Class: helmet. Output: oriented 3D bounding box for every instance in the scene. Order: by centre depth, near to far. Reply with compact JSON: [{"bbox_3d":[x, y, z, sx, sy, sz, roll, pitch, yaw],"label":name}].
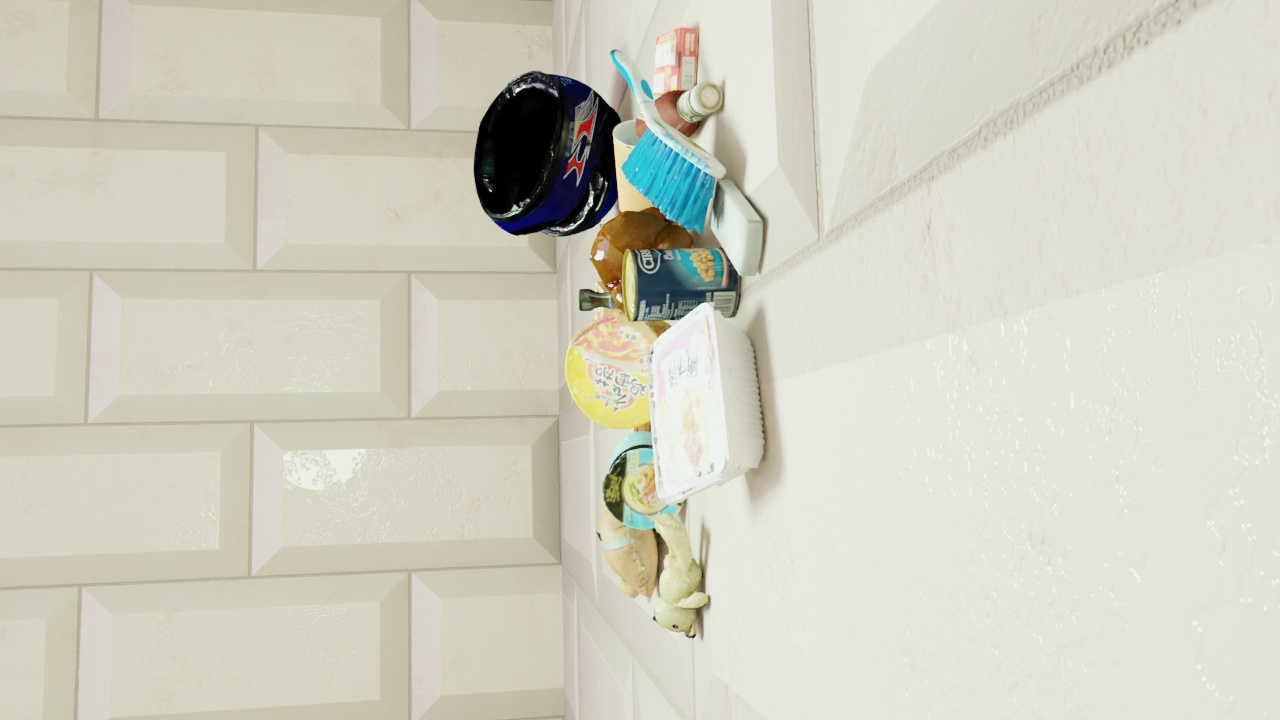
[{"bbox_3d":[-0.145,-0.339,1.623,0.240,0.248,0.314,30,-124,-50],"label":"helmet"}]

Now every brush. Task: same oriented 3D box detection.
[{"bbox_3d":[0.011,-0.252,1.016,0.110,0.060,0.314,-61,38,19],"label":"brush"}]

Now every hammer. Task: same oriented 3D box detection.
[{"bbox_3d":[-0.017,-0.115,1.358,0.323,0.126,0.032,-87,-2,-77],"label":"hammer"}]

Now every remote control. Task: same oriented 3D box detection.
[{"bbox_3d":[0.094,-0.132,0.902,0.135,0.019,0.056,-108,20,-61],"label":"remote control"}]

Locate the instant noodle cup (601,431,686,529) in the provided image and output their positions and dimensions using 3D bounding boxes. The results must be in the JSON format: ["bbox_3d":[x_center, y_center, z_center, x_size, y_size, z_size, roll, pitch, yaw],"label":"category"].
[{"bbox_3d":[0.004,0.151,1.229,0.120,0.111,0.111,-95,7,-76],"label":"instant noodle cup"}]

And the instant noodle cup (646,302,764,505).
[{"bbox_3d":[0.065,0.046,0.889,0.138,0.060,0.173,-38,50,55],"label":"instant noodle cup"}]

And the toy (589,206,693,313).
[{"bbox_3d":[0.016,-0.127,1.074,0.140,0.130,0.199,-49,7,14],"label":"toy"}]

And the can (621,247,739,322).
[{"bbox_3d":[0.041,-0.079,0.948,0.075,0.111,0.075,177,91,-80],"label":"can"}]

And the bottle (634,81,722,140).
[{"bbox_3d":[0.046,-0.288,1.075,0.206,0.059,0.060,-165,74,-74],"label":"bottle"}]

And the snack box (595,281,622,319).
[{"bbox_3d":[-0.030,-0.072,1.455,0.092,0.077,0.094,-121,32,-72],"label":"snack box"}]

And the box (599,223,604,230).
[{"bbox_3d":[-0.010,-0.156,1.308,0.184,0.089,0.061,-119,36,-73],"label":"box"}]

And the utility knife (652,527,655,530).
[{"bbox_3d":[0.009,0.255,1.426,0.237,0.018,0.034,117,149,-72],"label":"utility knife"}]

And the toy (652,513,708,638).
[{"bbox_3d":[0.041,0.256,1.095,0.105,0.066,0.157,32,131,59],"label":"toy"}]

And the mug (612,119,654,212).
[{"bbox_3d":[0.000,-0.268,1.300,0.078,0.078,0.123,-101,9,-46],"label":"mug"}]

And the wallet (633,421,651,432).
[{"bbox_3d":[0.005,0.061,1.405,0.132,0.031,0.107,99,168,-49],"label":"wallet"}]

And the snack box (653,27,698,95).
[{"bbox_3d":[0.043,-0.377,1.167,0.153,0.025,0.075,-125,36,-72],"label":"snack box"}]

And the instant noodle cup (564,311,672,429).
[{"bbox_3d":[-0.007,0.007,1.125,0.109,0.138,0.138,-22,-64,-65],"label":"instant noodle cup"}]

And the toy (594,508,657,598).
[{"bbox_3d":[-0.018,0.289,1.379,0.226,0.082,0.143,89,165,-65],"label":"toy"}]
